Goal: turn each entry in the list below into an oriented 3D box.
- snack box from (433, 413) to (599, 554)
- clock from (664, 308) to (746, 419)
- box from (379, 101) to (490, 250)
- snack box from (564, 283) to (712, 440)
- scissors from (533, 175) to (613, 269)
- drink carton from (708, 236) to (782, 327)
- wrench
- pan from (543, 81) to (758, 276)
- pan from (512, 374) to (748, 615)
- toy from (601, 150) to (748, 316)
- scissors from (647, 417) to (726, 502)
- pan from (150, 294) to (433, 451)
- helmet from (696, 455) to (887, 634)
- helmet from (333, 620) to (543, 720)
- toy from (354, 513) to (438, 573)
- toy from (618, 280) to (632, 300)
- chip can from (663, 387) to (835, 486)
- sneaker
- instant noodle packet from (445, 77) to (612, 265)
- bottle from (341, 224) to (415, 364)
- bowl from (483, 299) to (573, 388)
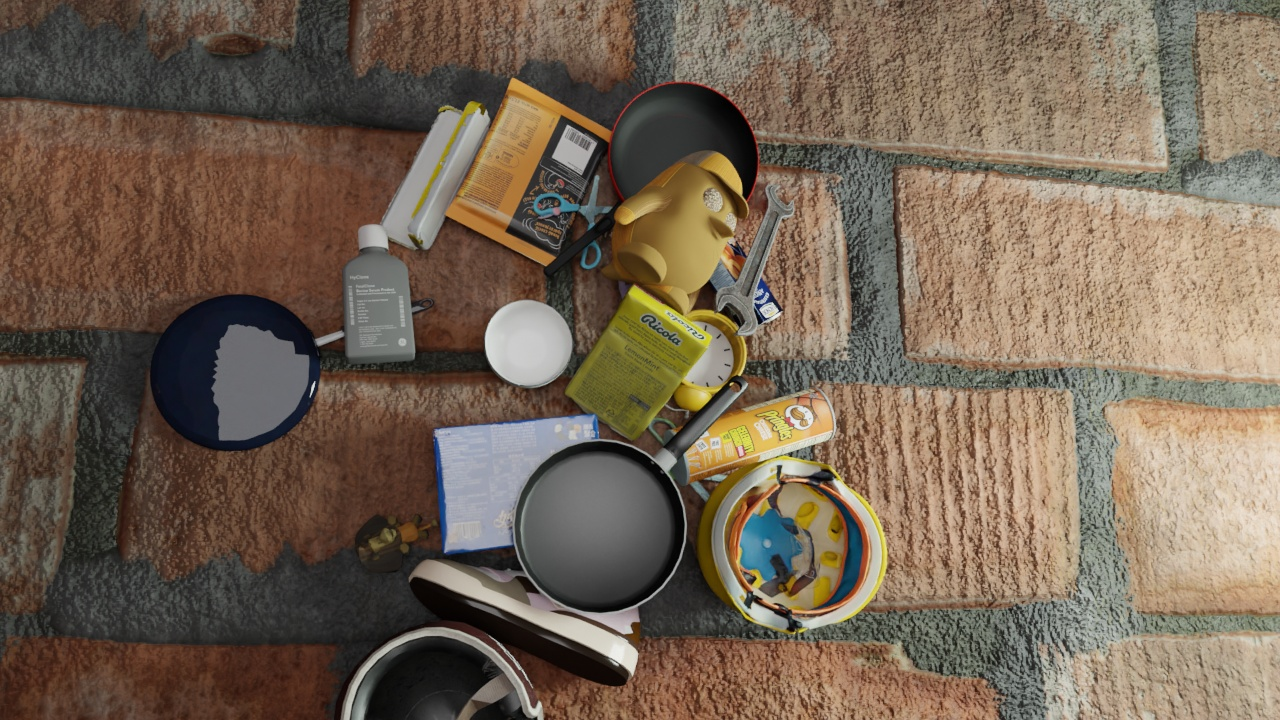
[{"bbox_3d":[-0.150,0.154,1.151,0.202,0.069,0.155,-5,79,-11],"label":"snack box"},{"bbox_3d":[0.073,0.001,1.232,0.113,0.052,0.151,46,70,1],"label":"clock"},{"bbox_3d":[-0.268,-0.249,1.206,0.079,0.080,0.209,24,77,-7],"label":"box"},{"bbox_3d":[-0.007,0.007,1.172,0.121,0.045,0.181,34,119,-2],"label":"snack box"},{"bbox_3d":[-0.080,-0.186,1.247,0.135,0.015,0.135,-9,93,-25],"label":"scissors"},{"bbox_3d":[0.134,-0.103,1.254,0.064,0.040,0.130,-29,84,-50],"label":"drink carton"},{"bbox_3d":[0.159,-0.142,1.248,0.070,0.010,0.272,34,55,-14],"label":"wrench"},{"bbox_3d":[0.003,-0.228,1.252,0.356,0.067,0.209,-41,95,-9],"label":"pan"},{"bbox_3d":[0.004,0.147,1.110,0.204,0.044,0.355,44,74,7],"label":"pan"},{"bbox_3d":[0.059,-0.174,1.165,0.163,0.198,0.203,20,68,40],"label":"toy"},{"bbox_3d":[0.063,0.143,1.220,0.170,0.028,0.138,14,75,-12],"label":"scissors"},{"bbox_3d":[-0.432,-0.015,1.160,0.356,0.021,0.198,-22,84,-15],"label":"pan"},{"bbox_3d":[0.174,0.231,1.163,0.240,0.140,0.209,20,77,-21],"label":"helmet"},{"bbox_3d":[-0.210,0.399,0.996,0.233,0.254,0.233,-29,70,-20],"label":"helmet"},{"bbox_3d":[-0.296,0.217,1.119,0.100,0.063,0.076,-23,65,-19],"label":"toy"},{"bbox_3d":[0.006,-0.079,1.241,0.080,0.036,0.099,-1,77,-2],"label":"toy"},{"bbox_3d":[0.143,0.098,1.204,0.214,0.075,0.075,-15,82,-16],"label":"chip can"},{"bbox_3d":[-0.130,0.286,1.122,0.294,0.112,0.116,23,54,-4],"label":"sneaker"},{"bbox_3d":[-0.146,-0.255,1.247,0.160,0.032,0.220,26,75,-13],"label":"instant noodle packet"},{"bbox_3d":[-0.335,-0.086,1.165,0.083,0.046,0.173,-4,78,-15],"label":"bottle"},{"bbox_3d":[-0.147,-0.018,1.188,0.113,0.063,0.113,2,79,-10],"label":"bowl"}]
